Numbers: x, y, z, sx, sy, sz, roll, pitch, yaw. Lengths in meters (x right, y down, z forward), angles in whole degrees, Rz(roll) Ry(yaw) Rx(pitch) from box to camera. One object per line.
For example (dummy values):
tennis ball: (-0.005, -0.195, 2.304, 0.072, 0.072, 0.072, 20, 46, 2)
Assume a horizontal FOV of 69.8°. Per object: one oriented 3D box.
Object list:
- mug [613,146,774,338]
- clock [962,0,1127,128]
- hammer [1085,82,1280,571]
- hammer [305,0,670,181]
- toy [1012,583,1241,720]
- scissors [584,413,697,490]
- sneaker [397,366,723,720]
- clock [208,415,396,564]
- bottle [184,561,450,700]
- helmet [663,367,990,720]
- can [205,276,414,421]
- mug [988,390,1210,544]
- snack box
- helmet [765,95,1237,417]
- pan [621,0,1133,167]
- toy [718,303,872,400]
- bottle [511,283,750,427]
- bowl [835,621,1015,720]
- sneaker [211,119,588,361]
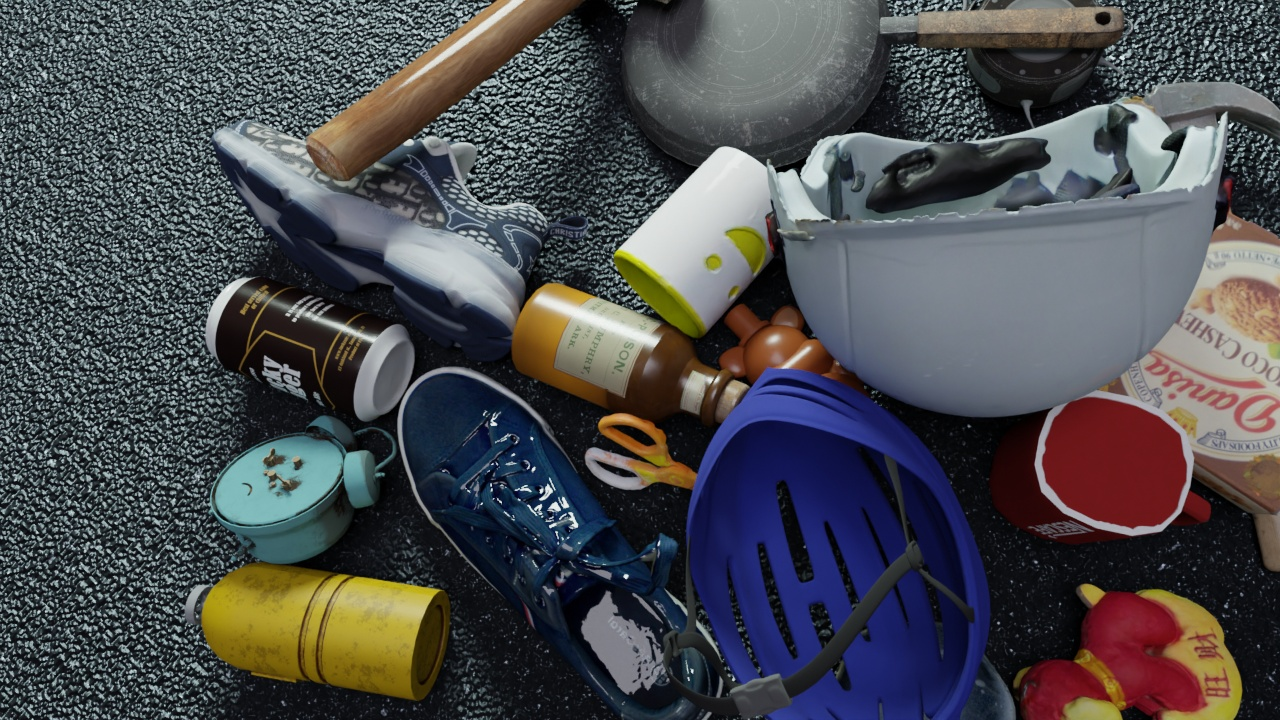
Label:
mug: (0.046, -0.081, 0.628, 0.082, 0.082, 0.106, 41, 82, 13)
clock: (0.279, -0.231, 0.660, 0.091, 0.044, 0.122, -31, 72, 2)
hammer: (0.389, -0.031, 0.602, 0.119, 0.030, 0.331, -10, 77, 16)
hammer: (-0.112, -0.227, 0.646, 0.158, 0.037, 0.300, 32, 66, 32)
toy: (0.290, 0.185, 0.552, 0.137, 0.067, 0.105, -19, 71, -7)
scissors: (0.021, 0.082, 0.616, 0.133, 0.084, 0.012, 31, 48, -11)
sneaker: (-0.059, 0.109, 0.573, 0.120, 0.127, 0.294, -42, 74, -4)
clock: (-0.223, 0.084, 0.619, 0.124, 0.053, 0.090, -28, 42, -24)
bottle: (-0.215, 0.173, 0.599, 0.164, 0.071, 0.071, 7, 77, 7)
helmet: (0.084, 0.101, 0.468, 0.148, 0.227, 0.241, -27, 68, 22)
can: (-0.229, -0.009, 0.644, 0.128, 0.072, 0.071, 19, 79, 10)
mug: (0.285, 0.073, 0.559, 0.116, 0.096, 0.080, 18, 79, 10)
snack box: (0.367, -0.003, 0.574, 0.143, 0.041, 0.147, 37, 94, 18)
helmet: (0.196, -0.050, 0.528, 0.237, 0.263, 0.164, -5, 109, 16)
pan: (0.153, -0.234, 0.649, 0.357, 0.040, 0.207, 2, 75, 17)
toy: (0.104, 0.016, 0.618, 0.095, 0.065, 0.127, -38, 66, -10)
bottle: (-0.004, 0.004, 0.609, 0.157, 0.068, 0.067, 21, 79, 19)
bowl: (0.165, 0.213, 0.558, 0.110, 0.055, 0.110, -1, 77, 5)
sneaker: (-0.176, -0.116, 0.664, 0.269, 0.103, 0.132, 29, 66, 11)
